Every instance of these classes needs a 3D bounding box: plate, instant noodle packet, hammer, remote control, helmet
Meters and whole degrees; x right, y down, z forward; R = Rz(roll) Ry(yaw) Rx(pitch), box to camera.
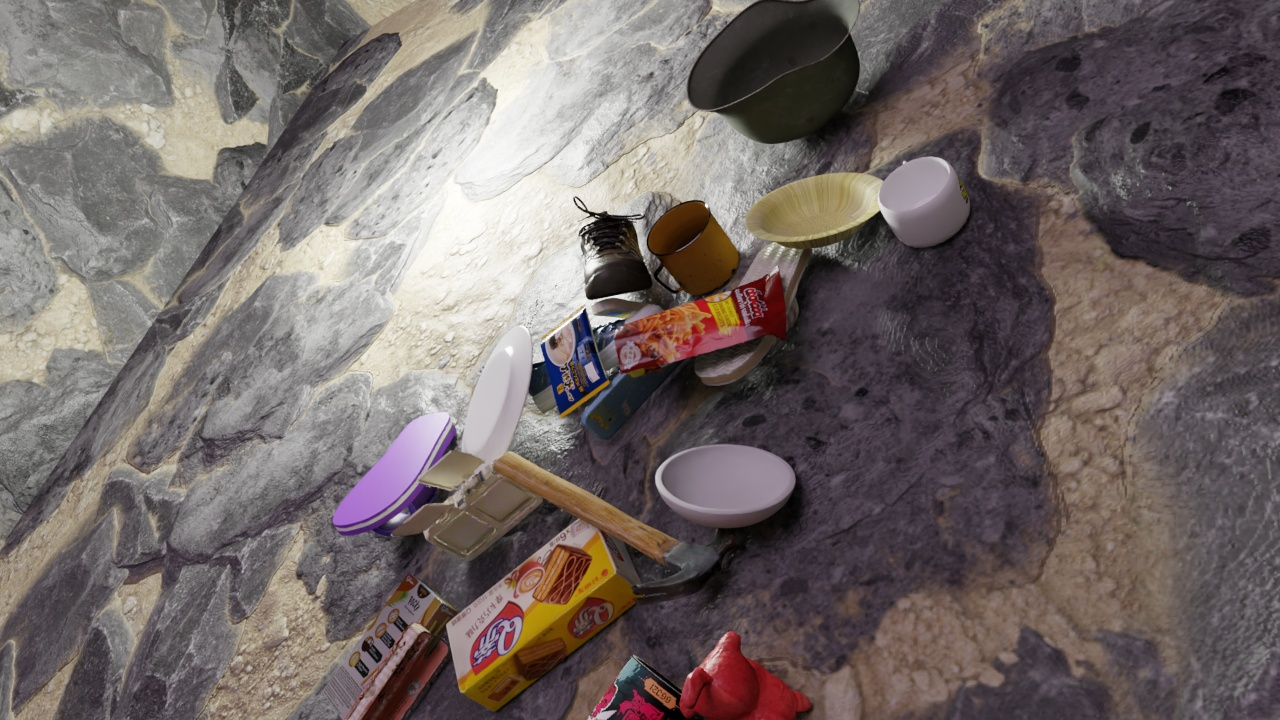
[{"bbox_3d":[0.229,-0.185,1.187,0.184,0.036,0.184,-14,31,9],"label":"plate"},{"bbox_3d":[-0.216,0.063,1.328,0.243,0.016,0.242,-44,36,44],"label":"plate"},{"bbox_3d":[-0.089,0.000,1.217,0.087,0.026,0.134,-36,53,24],"label":"instant noodle packet"},{"bbox_3d":[-0.051,0.175,1.045,0.331,0.033,0.131,21,47,38],"label":"hammer"},{"bbox_3d":[-0.023,-0.072,1.286,0.038,0.125,0.018,-18,79,28],"label":"remote control"},{"bbox_3d":[0.220,-0.413,1.339,0.268,0.154,0.226,-30,40,26],"label":"helmet"}]

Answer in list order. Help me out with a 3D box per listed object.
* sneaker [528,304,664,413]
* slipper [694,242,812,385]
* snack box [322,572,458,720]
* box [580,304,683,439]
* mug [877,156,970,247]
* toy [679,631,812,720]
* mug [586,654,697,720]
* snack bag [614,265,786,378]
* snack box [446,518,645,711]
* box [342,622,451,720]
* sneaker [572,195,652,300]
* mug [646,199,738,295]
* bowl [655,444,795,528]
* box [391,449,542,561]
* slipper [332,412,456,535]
[{"bbox_3d":[-0.070,-0.019,1.278,0.236,0.079,0.087,-35,6,20],"label":"sneaker"},{"bbox_3d":[0.149,-0.060,1.159,0.115,0.052,0.262,-9,39,43],"label":"slipper"},{"bbox_3d":[-0.328,0.382,1.200,0.101,0.031,0.185,18,69,50],"label":"snack box"},{"bbox_3d":[-0.007,0.008,1.222,0.209,0.085,0.073,-47,49,-5],"label":"box"},{"bbox_3d":[0.336,-0.194,1.095,0.094,0.068,0.115,-27,40,22],"label":"mug"},{"bbox_3d":[0.090,0.299,0.816,0.094,0.133,0.088,25,84,42],"label":"toy"},{"bbox_3d":[0.010,0.358,0.877,0.118,0.082,0.098,31,77,28],"label":"mug"},{"bbox_3d":[0.077,-0.040,1.115,0.208,0.067,0.138,-15,31,15],"label":"snack bag"},{"bbox_3d":[-0.113,0.290,1.062,0.230,0.061,0.110,-39,37,6],"label":"snack box"},{"bbox_3d":[-0.309,0.415,1.125,0.187,0.071,0.056,-57,0,-13],"label":"box"},{"bbox_3d":[-0.039,-0.169,1.300,0.101,0.143,0.237,-10,14,0],"label":"sneaker"},{"bbox_3d":[0.069,-0.145,1.276,0.101,0.094,0.123,21,69,49],"label":"mug"},{"bbox_3d":[0.092,0.143,0.990,0.149,0.043,0.149,-2,22,1],"label":"bowl"},{"bbox_3d":[-0.226,0.187,1.171,0.144,0.187,0.058,-42,53,9],"label":"box"},{"bbox_3d":[-0.345,0.188,1.371,0.107,0.084,0.265,-10,28,21],"label":"slipper"}]
